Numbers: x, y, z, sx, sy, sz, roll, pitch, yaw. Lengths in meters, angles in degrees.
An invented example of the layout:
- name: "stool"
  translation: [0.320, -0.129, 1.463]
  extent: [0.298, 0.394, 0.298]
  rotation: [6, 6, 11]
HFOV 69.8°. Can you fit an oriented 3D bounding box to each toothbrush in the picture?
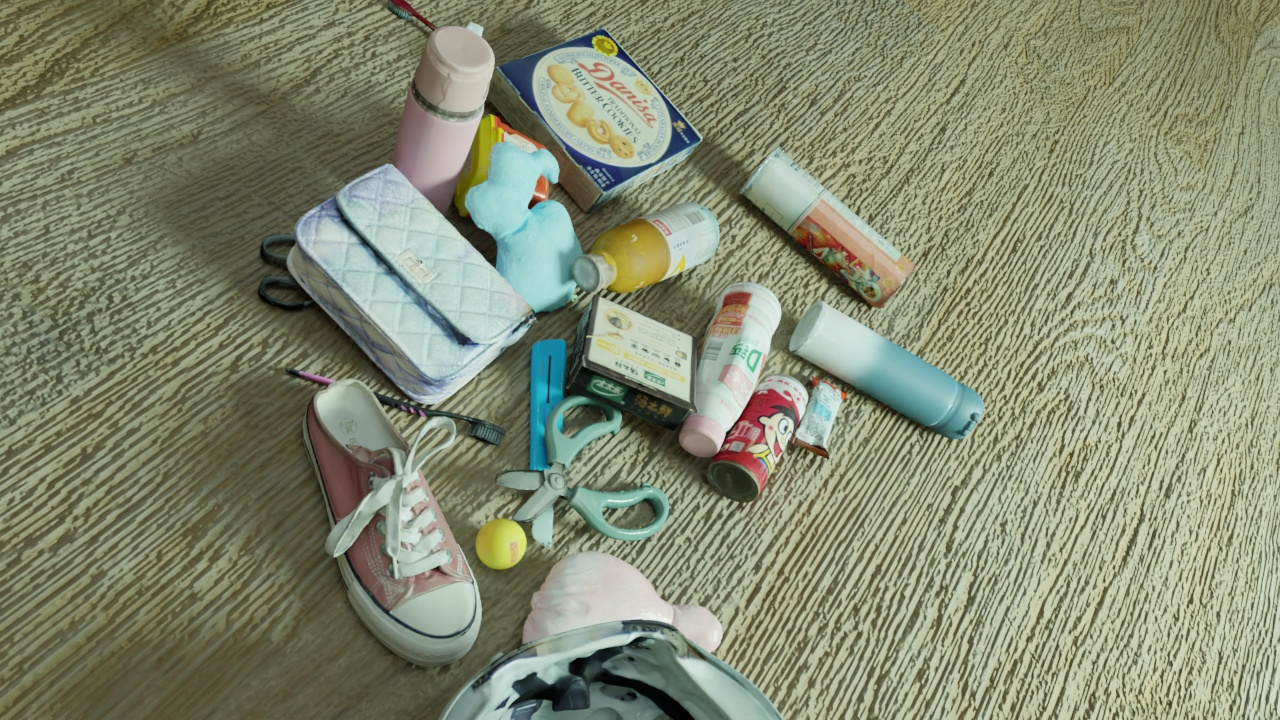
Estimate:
- name: "toothbrush"
  translation: [-0.205, 0.039, 0.775]
  extent: [0.189, 0.014, 0.017]
  rotation: [18, 66, -14]
- name: "toothbrush"
  translation: [-0.206, -0.347, 1.025]
  extent: [0.187, 0.017, 0.016]
  rotation: [37, 48, -3]

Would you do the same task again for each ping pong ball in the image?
- name: "ping pong ball"
  translation: [-0.111, 0.146, 0.733]
  extent: [0.040, 0.040, 0.040]
  rotation: [13, 55, -19]

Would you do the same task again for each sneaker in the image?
- name: "sneaker"
  translation: [-0.187, 0.110, 0.689]
  extent: [0.118, 0.088, 0.241]
  rotation: [-16, 67, -34]

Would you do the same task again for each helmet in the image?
- name: "helmet"
  translation: [-0.032, 0.296, 0.607]
  extent: [0.258, 0.146, 0.228]
  rotation: [4, 66, -29]

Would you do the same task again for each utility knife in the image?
- name: "utility knife"
  translation: [-0.083, 0.068, 0.814]
  extent: [0.034, 0.018, 0.204]
  rotation: [11, 57, -20]

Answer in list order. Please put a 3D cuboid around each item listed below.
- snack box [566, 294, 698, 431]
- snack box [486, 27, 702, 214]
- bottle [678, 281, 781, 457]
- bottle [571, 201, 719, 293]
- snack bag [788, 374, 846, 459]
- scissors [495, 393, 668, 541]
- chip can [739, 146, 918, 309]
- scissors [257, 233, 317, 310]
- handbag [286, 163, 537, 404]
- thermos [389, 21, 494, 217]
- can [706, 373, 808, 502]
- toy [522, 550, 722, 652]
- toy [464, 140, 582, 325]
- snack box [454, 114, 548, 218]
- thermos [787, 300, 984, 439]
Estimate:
- name: "snack box"
  translation: [-0.005, 0.005, 0.852]
  extent: [0.113, 0.053, 0.125]
  rotation: [23, 37, -12]
- name: "snack box"
  translation: [-0.050, -0.274, 1.027]
  extent: [0.178, 0.046, 0.182]
  rotation: [49, 52, 4]
- name: "bottle"
  translation: [0.085, 0.009, 0.902]
  extent: [0.068, 0.068, 0.196]
  rotation: [29, 51, -7]
- name: "bottle"
  translation: [0.006, -0.111, 0.925]
  extent: [0.068, 0.068, 0.189]
  rotation: [51, 43, 11]
- name: "snack bag"
  translation: [0.185, 0.056, 0.947]
  extent: [0.048, 0.026, 0.103]
  rotation: [26, 52, -1]
- name: "scissors"
  translation: [-0.054, 0.085, 0.799]
  extent: [0.174, 0.019, 0.175]
  rotation: [11, 54, -32]
- name: "chip can"
  translation: [0.220, -0.154, 1.072]
  extent: [0.214, 0.071, 0.071]
  rotation: [41, 51, 3]
- name: "scissors"
  translation: [-0.255, -0.078, 0.826]
  extent: [0.150, 0.014, 0.170]
  rotation: [48, 51, 7]
- name: "handbag"
  translation: [-0.198, -0.067, 0.797]
  extent: [0.194, 0.076, 0.133]
  rotation: [46, 51, -2]
- name: "thermos"
  translation: [-0.182, -0.213, 0.831]
  extent: [0.067, 0.199, 0.087]
  rotation: [21, 51, -12]
- name: "can"
  translation: [0.115, 0.072, 0.885]
  extent: [0.053, 0.053, 0.132]
  rotation: [37, 51, 0]
- name: "toy"
  translation: [-0.014, 0.220, 0.724]
  extent: [0.159, 0.054, 0.121]
  rotation: [24, 60, -10]
- name: "toy"
  translation: [-0.103, -0.115, 0.870]
  extent: [0.156, 0.050, 0.161]
  rotation: [34, 74, -34]
- name: "snack box"
  translation: [-0.136, -0.185, 0.914]
  extent: [0.080, 0.082, 0.091]
  rotation: [16, 54, -29]
- name: "thermos"
  translation: [0.269, 0.014, 0.994]
  extent: [0.220, 0.070, 0.070]
  rotation: [29, 51, -8]
